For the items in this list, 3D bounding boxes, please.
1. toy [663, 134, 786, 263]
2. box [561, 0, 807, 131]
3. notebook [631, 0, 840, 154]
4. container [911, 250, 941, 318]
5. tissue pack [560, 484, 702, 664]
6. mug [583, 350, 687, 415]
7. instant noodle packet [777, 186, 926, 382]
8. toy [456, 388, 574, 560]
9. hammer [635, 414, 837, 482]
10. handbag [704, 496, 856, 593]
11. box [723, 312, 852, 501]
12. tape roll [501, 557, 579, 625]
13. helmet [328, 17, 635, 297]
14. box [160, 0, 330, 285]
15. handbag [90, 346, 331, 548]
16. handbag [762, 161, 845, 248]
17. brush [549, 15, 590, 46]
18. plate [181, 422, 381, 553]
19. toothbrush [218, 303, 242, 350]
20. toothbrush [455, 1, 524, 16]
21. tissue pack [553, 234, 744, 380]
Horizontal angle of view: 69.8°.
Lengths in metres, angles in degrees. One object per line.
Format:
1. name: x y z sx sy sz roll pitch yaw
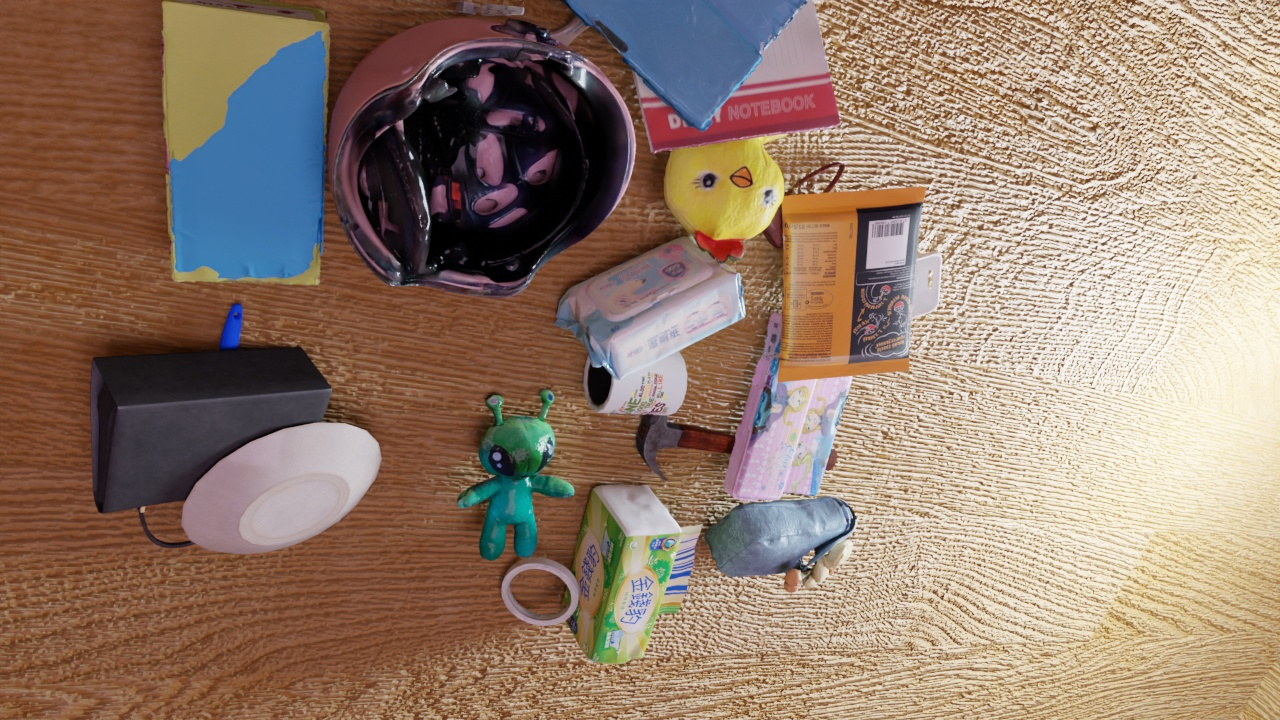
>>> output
1. toy: 0.087 -0.204 0.924 0.133 0.092 0.208 11 99 -28
2. box: 0.025 -0.343 0.803 0.231 0.033 0.174 39 94 -15
3. notebook: 0.089 -0.285 0.880 0.208 0.012 0.153 -13 91 -20
4. container: 0.295 -0.088 1.108 0.129 0.049 0.081 -18 122 -17
5. tissue pack: 0.002 0.256 1.112 0.141 0.120 0.198 2 121 -29
6. mug: -0.006 0.006 1.001 0.089 0.074 0.105 4 88 -28
7. instant noodle packet: 0.235 -0.082 1.035 0.160 0.032 0.221 -5 114 -6
8. toy: -0.139 0.126 1.000 0.130 0.072 0.193 0 107 -29
9. hammer: 0.128 0.107 1.144 0.300 0.028 0.111 11 109 -31
10. handbag: 0.187 0.240 1.180 0.191 0.118 0.122 2 144 -31
11. box: 0.196 0.064 1.131 0.159 0.035 0.230 8 102 -34
12. tape roll: -0.119 0.276 1.092 0.093 0.013 0.093 2 116 5
13. helmet: -0.139 -0.178 0.775 0.255 0.152 0.230 -15 133 -23
14. box: -0.317 -0.173 0.740 0.124 0.081 0.221 -2 119 -22
15. handbag: -0.396 0.093 0.829 0.175 0.072 0.196 -5 127 -44
16. handbag: 0.182 -0.182 1.021 0.119 0.029 0.055 -42 124 -8
17. brush: -0.086 -0.282 0.837 0.151 0.012 0.039 -42 126 0
18. plate: -0.335 0.132 0.878 0.188 0.027 0.189 -27 150 -18
19. toothbrush: -0.389 0.032 0.850 0.016 0.018 0.183 -2 119 -49
20. toothbrush: -0.121 -0.276 0.719 0.010 0.181 0.010 3 108 -25
21. tissue pack: 0.008 -0.058 0.942 0.181 0.112 0.070 -26 133 -13
